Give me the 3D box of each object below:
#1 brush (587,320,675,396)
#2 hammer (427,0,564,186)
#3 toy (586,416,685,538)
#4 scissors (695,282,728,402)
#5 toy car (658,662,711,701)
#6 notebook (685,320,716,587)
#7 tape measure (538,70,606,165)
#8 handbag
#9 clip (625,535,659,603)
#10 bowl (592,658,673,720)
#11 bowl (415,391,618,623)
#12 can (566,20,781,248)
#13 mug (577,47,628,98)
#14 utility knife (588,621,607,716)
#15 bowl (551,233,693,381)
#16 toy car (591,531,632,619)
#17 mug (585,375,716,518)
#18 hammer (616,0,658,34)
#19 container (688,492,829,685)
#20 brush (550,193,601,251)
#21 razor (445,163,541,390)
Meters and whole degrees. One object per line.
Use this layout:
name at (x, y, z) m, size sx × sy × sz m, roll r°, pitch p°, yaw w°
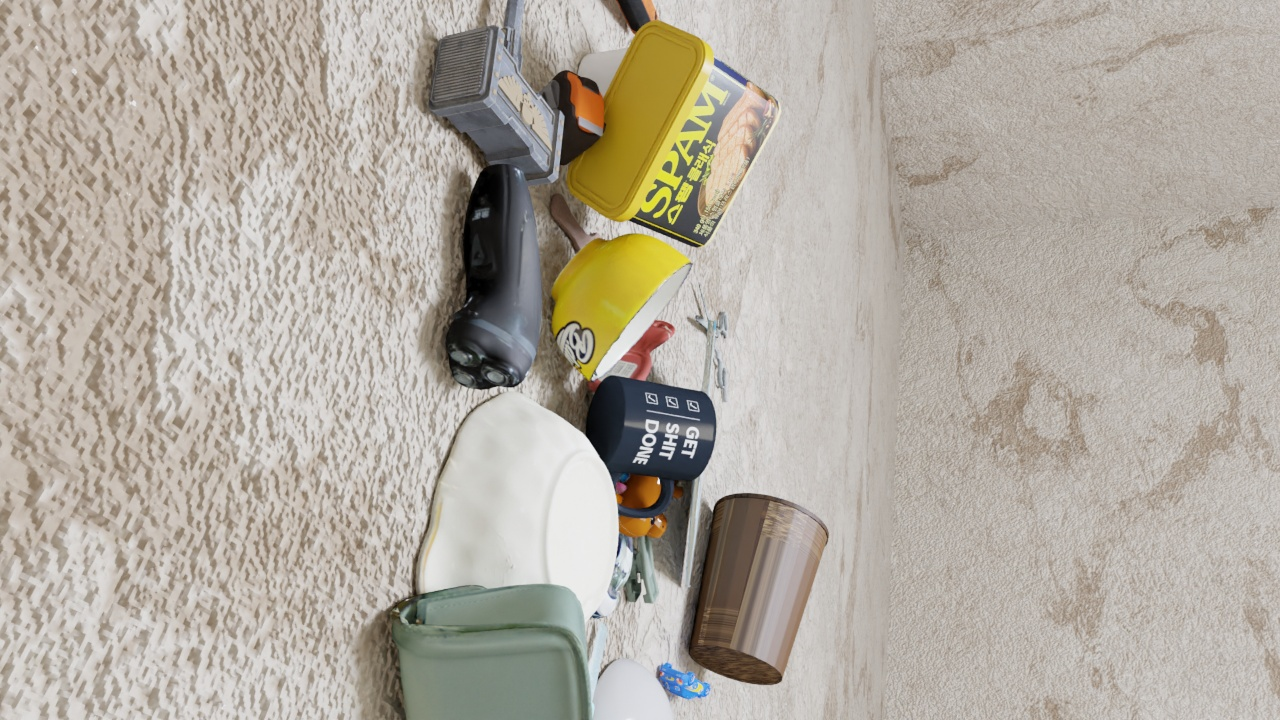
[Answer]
brush at (-0.005, 0.005, 0.803) m, size 0.172 × 0.041 × 0.030 m, roll -51°, pitch 152°, yaw -62°
hammer at (-0.080, -0.282, 0.627) m, size 0.098 × 0.044 × 0.321 m, roll 44°, pitch 46°, yaw -61°
toy at (-0.012, 0.092, 0.744) m, size 0.103 × 0.071 × 0.090 m, roll 42°, pitch 40°, yaw -19°
scissors at (0.085, -0.018, 1.057) m, size 0.141 × 0.014 × 0.158 m, roll -31°, pitch 118°, yaw -69°
toy car at (0.031, 0.328, 0.882) m, size 0.092 × 0.033 × 0.061 m, roll 51°, pitch 57°, yaw -50°
notebook at (0.056, 0.099, 0.872) m, size 0.254 × 0.009 × 0.180 m, roll 86°, pitch 10°, yaw -64°
tape measure at (-0.054, -0.177, 0.654) m, size 0.038 × 0.058 × 0.058 m, roll 19°, pitch 63°, yaw -35°
handbag at (-0.078, 0.188, 0.505) m, size 0.067 × 0.106 × 0.122 m, roll -107°, pitch -167°, yaw -81°
clip at (-0.002, 0.176, 0.803) m, size 0.023 × 0.042 × 0.076 m, roll -48°, pitch 132°, yaw -63°
bowl at (-0.002, 0.327, 0.763) m, size 0.149 × 0.043 × 0.149 m, roll -2°, pitch 90°, yaw -66°
bowl at (-0.062, 0.116, 0.611) m, size 0.218 × 0.060 × 0.188 m, roll -36°, pitch 122°, yaw -65°
can at (0.027, -0.160, 0.677) m, size 0.104 × 0.075 × 0.135 m, roll 13°, pitch 111°, yaw -49°
mug at (-0.002, -0.215, 0.743) m, size 0.110 × 0.091 × 0.074 m, roll -48°, pitch 132°, yaw -60°
utility knife at (-0.047, 0.280, 0.702) m, size 0.022 × 0.015 × 0.165 m, roll 33°, pitch 50°, yaw -26°
bowl at (-0.023, -0.049, 0.683) m, size 0.117 × 0.067 × 0.117 m, roll -49°, pitch 175°, yaw -6°
toy car at (-0.023, 0.166, 0.749) m, size 0.039 × 0.027 × 0.089 m, roll 63°, pitch 32°, yaw -50°
mug at (0.004, 0.069, 0.701) m, size 0.077 × 0.071 × 0.105 m, roll 11°, pitch 91°, yaw -24°
hammer at (-0.029, -0.316, 0.696) m, size 0.314 × 0.035 × 0.137 m, roll 25°, pitch 61°, yaw -76°
container at (0.122, 0.249, 0.992) m, size 0.132 × 0.132 × 0.166 m, roll 63°, pitch 38°, yaw -47°
brush at (-0.039, -0.089, 0.744) m, size 0.136 × 0.015 × 0.049 m, roll 55°, pitch 38°, yaw -54°
razor at (-0.092, -0.053, 0.562) m, size 0.063 × 0.053 × 0.140 m, roll 13°, pitch 74°, yaw -60°
